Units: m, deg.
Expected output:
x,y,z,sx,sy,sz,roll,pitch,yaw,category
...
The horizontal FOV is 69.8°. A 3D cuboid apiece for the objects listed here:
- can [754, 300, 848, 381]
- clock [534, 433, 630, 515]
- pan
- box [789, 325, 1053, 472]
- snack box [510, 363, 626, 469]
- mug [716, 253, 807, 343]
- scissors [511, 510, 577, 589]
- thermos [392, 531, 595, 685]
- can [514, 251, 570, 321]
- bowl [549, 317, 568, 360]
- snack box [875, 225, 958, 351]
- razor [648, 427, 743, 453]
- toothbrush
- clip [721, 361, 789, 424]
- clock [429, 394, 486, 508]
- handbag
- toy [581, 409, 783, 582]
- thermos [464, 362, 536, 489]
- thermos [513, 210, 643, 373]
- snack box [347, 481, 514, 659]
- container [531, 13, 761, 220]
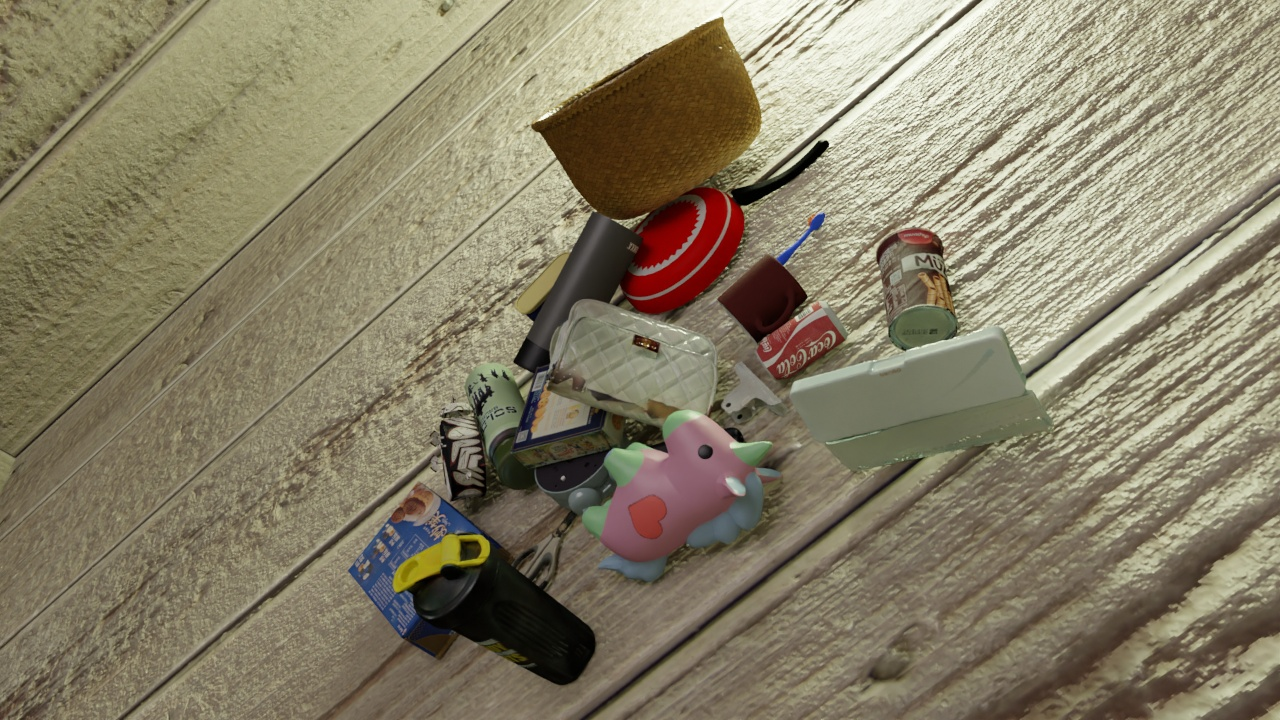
x,y,z,sx,sy,sz,roll,pitch,yaw,category
0.181,-0.021,1.033,0.097,0.054,0.054,-36,36,13,can
-0.064,0.130,1.130,0.122,0.045,0.159,-43,35,-5,clock
0.109,-0.206,1.298,0.357,0.067,0.208,-40,34,14,pan
0.248,0.045,0.823,0.198,0.134,0.040,-17,33,34,box
-0.081,0.056,1.150,0.145,0.042,0.144,-15,42,29,snack box
0.151,-0.068,1.091,0.082,0.073,0.105,-42,29,4,mug
-0.095,0.218,1.111,0.171,0.012,0.121,-37,34,6,scissors
-0.138,0.253,0.933,0.098,0.221,0.098,-28,37,24,thermos
-0.114,-0.089,1.371,0.116,0.092,0.056,-47,35,-2,can
-0.057,-0.009,1.239,0.118,0.118,0.062,-22,0,29,bowl
0.289,-0.075,0.962,0.072,0.072,0.121,-23,41,28,snack box
0.048,0.119,1.038,0.152,0.054,0.067,-23,51,18,razor
0.174,-0.123,1.178,0.182,0.016,0.018,-47,29,-4,toothbrush
0.118,0.040,1.048,0.058,0.050,0.102,-33,33,-5,clip
-0.258,0.120,1.269,0.065,0.115,0.154,-7,53,-18,clock
-0.006,0.006,1.080,0.073,0.195,0.138,117,167,-50,handbag
0.037,0.153,0.962,0.171,0.120,0.222,29,107,24,toy
-0.189,0.093,1.281,0.082,0.082,0.231,-42,35,5,thermos
-0.088,-0.085,1.298,0.082,0.082,0.240,34,97,55,thermos
-0.277,0.266,1.195,0.155,0.069,0.203,-54,36,-12,snack box
0.019,-0.344,1.352,0.307,0.196,0.306,-28,15,8,container
